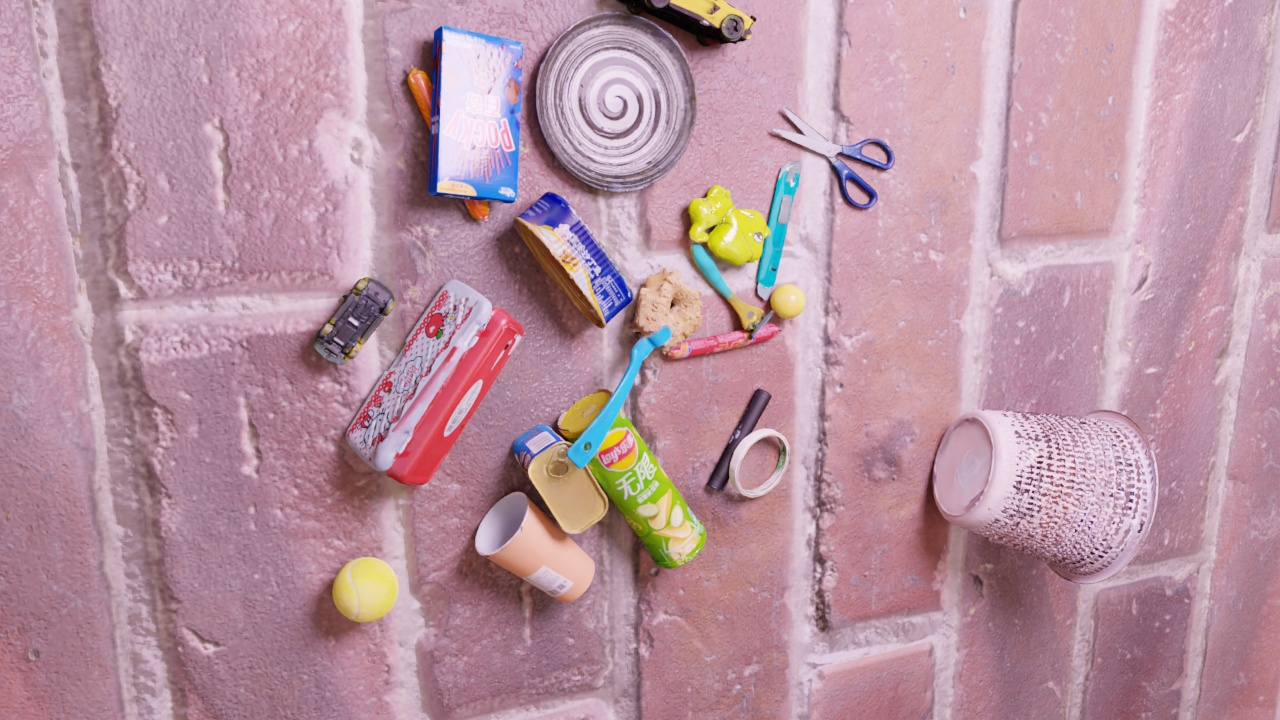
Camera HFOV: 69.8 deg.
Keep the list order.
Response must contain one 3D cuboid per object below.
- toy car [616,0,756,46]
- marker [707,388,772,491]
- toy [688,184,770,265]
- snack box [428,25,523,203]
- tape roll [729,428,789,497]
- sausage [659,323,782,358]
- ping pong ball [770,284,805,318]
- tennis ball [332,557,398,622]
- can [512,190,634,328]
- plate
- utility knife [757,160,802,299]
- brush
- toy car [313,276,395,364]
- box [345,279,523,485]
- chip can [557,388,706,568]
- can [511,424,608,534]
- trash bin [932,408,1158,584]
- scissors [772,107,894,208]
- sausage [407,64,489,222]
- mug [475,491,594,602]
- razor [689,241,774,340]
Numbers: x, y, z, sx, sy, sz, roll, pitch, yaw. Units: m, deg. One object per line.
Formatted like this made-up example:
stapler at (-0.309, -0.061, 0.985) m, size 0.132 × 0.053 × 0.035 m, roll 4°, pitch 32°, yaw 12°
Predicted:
toy car at (0.045, -0.359, 0.934) m, size 0.155 × 0.071 × 0.041 m, roll 14°, pitch 98°, yaw -23°
marker at (0.119, 0.095, 1.094) m, size 0.022 × 0.020 × 0.132 m, roll 27°, pitch 91°, yaw -15°
toy at (0.098, -0.146, 1.024) m, size 0.096 × 0.031 × 0.100 m, roll -35°, pitch 104°, yaw -23°
snack box at (-0.159, -0.235, 0.888) m, size 0.084 × 0.026 × 0.157 m, roll 0°, pitch 95°, yaw -33°
tape roll at (0.143, 0.123, 1.101) m, size 0.085 × 0.014 × 0.086 m, roll -15°, pitch 118°, yaw -31°
sausage at (0.094, -0.021, 1.059) m, size 0.155 × 0.020 × 0.020 m, roll -12°, pitch 106°, yaw -19°
ping pong ball at (0.171, -0.069, 1.066) m, size 0.040 × 0.040 × 0.040 m, roll -5°, pitch 103°, yaw -21°
tennis ball at (-0.282, 0.235, 0.941) m, size 0.065 × 0.065 × 0.065 m, roll -5°, pitch 103°, yaw -21°
can at (-0.067, -0.103, 0.947) m, size 0.049 × 0.075 × 0.148 m, roll -43°, pitch 114°, yaw -12°
plate at (-0.025, -0.266, 0.955) m, size 0.179 × 0.024 × 0.179 m, roll -4°, pitch 102°, yaw -21°
utility knife at (0.159, -0.151, 1.058) m, size 0.029 × 0.013 × 0.164 m, roll 8°, pitch 99°, yaw -20°
brush at (-0.006, 0.006, 0.968) m, size 0.083 × 0.046 × 0.254 m, roll 50°, pitch 57°, yaw -31°
toy car at (-0.280, -0.040, 0.896) m, size 0.043 × 0.036 × 0.091 m, roll 40°, pitch 87°, yaw -23°
box at (-0.214, 0.018, 0.924) m, size 0.099 × 0.095 × 0.201 m, roll 33°, pitch 87°, yaw 11°
chip can at (-0.005, 0.137, 1.026) m, size 0.072 × 0.072 × 0.221 m, roll -38°, pitch 112°, yaw -10°
can at (-0.088, 0.125, 0.983) m, size 0.057 × 0.083 × 0.102 m, roll -34°, pitch 112°, yaw -12°
trash bin at (0.493, 0.154, 1.165) m, size 0.192 × 0.227 × 0.227 m, roll 13°, pitch 97°, yaw -11°
scissors at (0.230, -0.248, 1.064) m, size 0.141 × 0.012 × 0.171 m, roll -37°, pitch 114°, yaw -11°
sausage at (-0.188, -0.211, 0.902) m, size 0.021 × 0.021 × 0.165 m, roll -28°, pitch 111°, yaw -14°
mug at (-0.110, 0.209, 1.001) m, size 0.078 × 0.078 × 0.123 m, roll -49°, pitch 118°, yaw -6°
razor at (0.097, -0.084, 1.039) m, size 0.043 × 0.028 × 0.132 m, roll -47°, pitch 108°, yaw -13°
